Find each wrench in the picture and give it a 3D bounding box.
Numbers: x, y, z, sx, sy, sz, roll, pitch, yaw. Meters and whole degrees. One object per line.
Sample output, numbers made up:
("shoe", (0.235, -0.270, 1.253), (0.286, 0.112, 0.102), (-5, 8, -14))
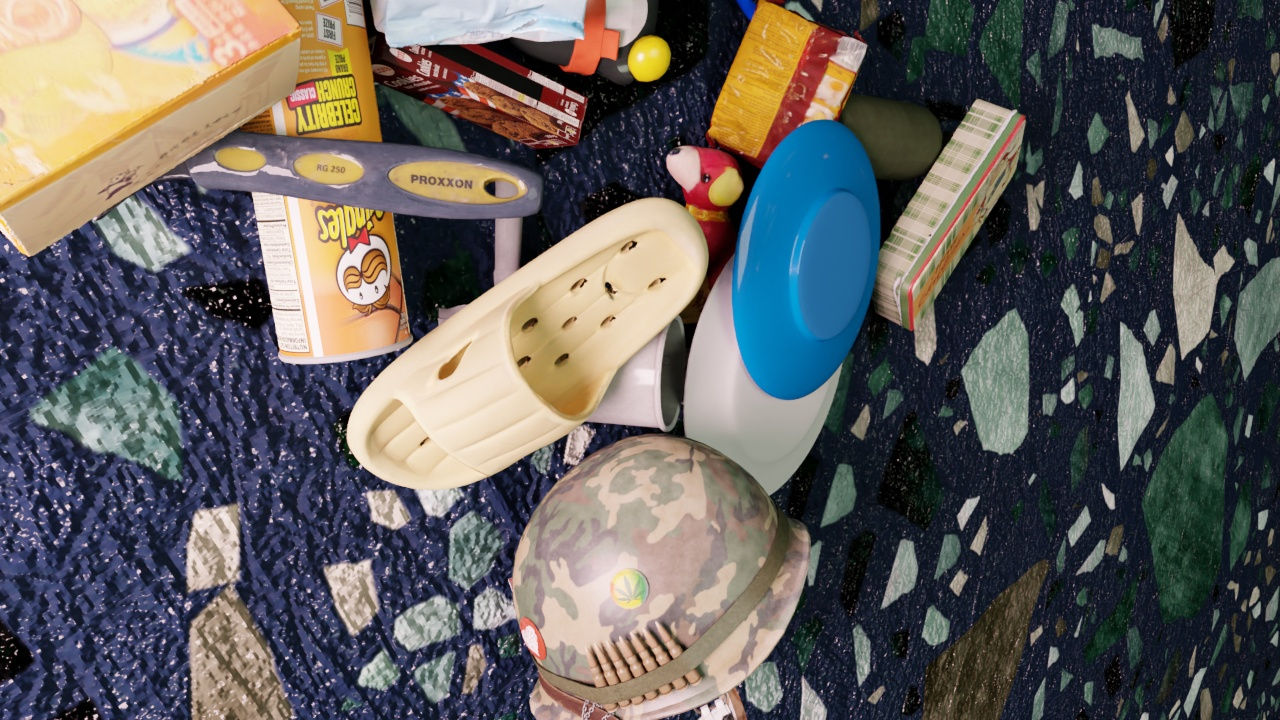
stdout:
("wrench", (-0.185, -0.099, 0.459), (0.273, 0.022, 0.073), (4, 93, -9))

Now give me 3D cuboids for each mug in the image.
("mug", (-0.004, 0.004, 0.671), (0.113, 0.070, 0.084), (-35, 128, -72))

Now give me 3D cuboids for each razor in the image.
("razor", (-0.089, -0.074, 0.618), (0.088, 0.047, 0.116), (3, 87, -41))

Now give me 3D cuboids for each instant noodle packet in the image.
("instant noodle packet", (0.117, -0.217, 0.737), (0.098, 0.039, 0.135), (22, 91, -8))

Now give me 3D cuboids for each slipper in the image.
("slipper", (-0.058, 0.006, 0.567), (0.261, 0.079, 0.111), (-39, 131, 3))

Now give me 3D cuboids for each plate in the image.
("plate", (0.146, -0.076, 0.731), (0.223, 0.024, 0.224), (-19, 115, -47))
("plate", (0.116, 0.005, 0.756), (0.241, 0.016, 0.243), (-21, 118, -46))

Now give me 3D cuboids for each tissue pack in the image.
("tissue pack", (-0.101, -0.253, 0.509), (0.112, 0.070, 0.181), (-8, 78, -26))

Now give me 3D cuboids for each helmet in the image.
("helmet", (0.017, 0.176, 0.642), (0.236, 0.192, 0.224), (43, 95, -9))

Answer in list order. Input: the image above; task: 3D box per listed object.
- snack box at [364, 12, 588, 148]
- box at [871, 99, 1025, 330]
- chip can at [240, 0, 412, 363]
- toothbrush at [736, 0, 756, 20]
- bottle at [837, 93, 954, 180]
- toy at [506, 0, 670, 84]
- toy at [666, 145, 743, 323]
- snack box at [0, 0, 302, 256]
("snack box", (-0.106, -0.174, 0.577), (0.140, 0.051, 0.031), (15, 87, -41))
("box", (0.292, -0.135, 0.875), (0.205, 0.050, 0.117), (-55, 153, -6))
("chip can", (-0.179, -0.111, 0.509), (0.075, 0.075, 0.215), (-15, 107, -38))
("toothbrush", (0.098, -0.281, 0.759), (0.182, 0.018, 0.016), (26, 80, -43))
("bottle", (0.225, -0.202, 0.840), (0.206, 0.071, 0.071), (-6, 101, -40))
("toy", (-0.046, -0.233, 0.593), (0.119, 0.099, 0.098), (-6, 122, -17))
("toy", (0.050, -0.095, 0.719), (0.105, 0.067, 0.137), (0, 105, -44))
("snack box", (-0.267, -0.164, 0.390), (0.144, 0.081, 0.195), (-44, 96, -25))
